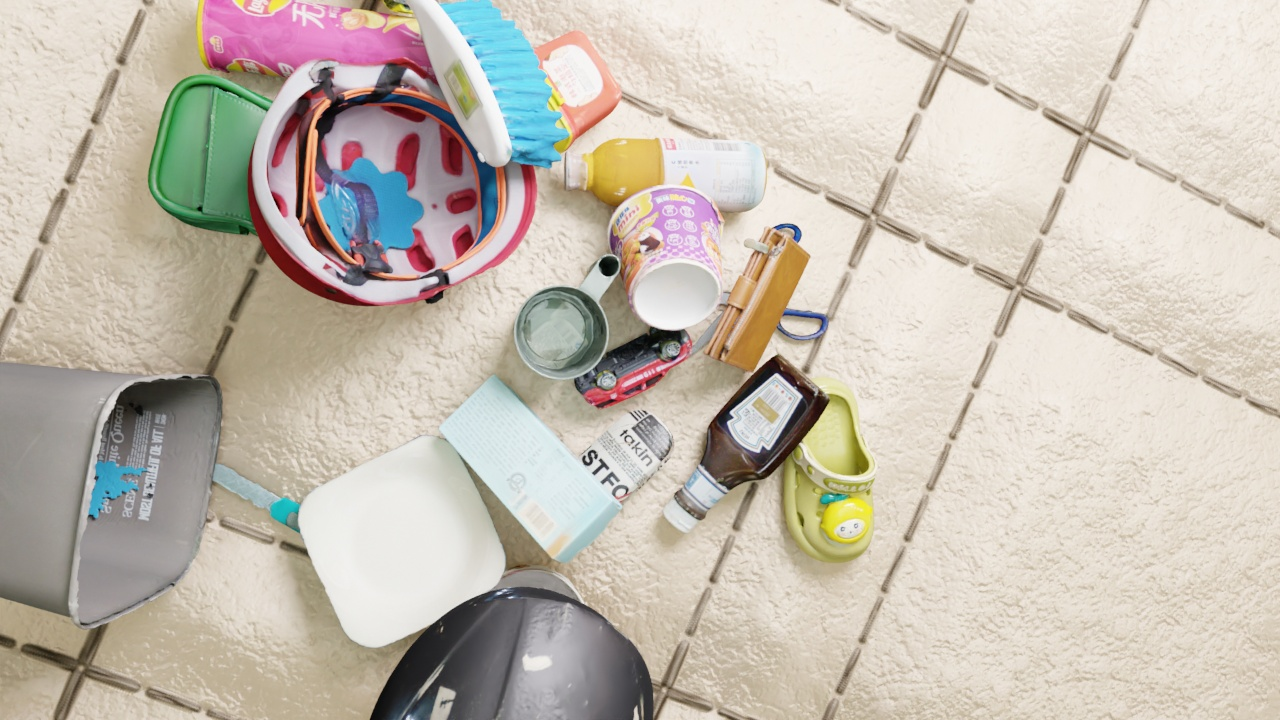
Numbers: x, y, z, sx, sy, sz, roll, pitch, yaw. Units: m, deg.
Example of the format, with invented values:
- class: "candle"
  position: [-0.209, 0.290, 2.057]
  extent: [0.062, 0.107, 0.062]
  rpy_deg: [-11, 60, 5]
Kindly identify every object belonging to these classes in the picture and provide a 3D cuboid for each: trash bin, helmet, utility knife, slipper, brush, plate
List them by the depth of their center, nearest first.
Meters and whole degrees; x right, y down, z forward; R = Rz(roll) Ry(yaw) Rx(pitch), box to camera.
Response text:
- class: "helmet"
  position: [-0.105, 0.317, 0.746]
  extent: [0.233, 0.231, 0.274]
  rpy_deg: [18, 53, -9]
- class: "trash bin"
  position: [-0.502, 0.092, 0.761]
  extent: [0.220, 0.198, 0.199]
  rpy_deg: [10, 91, 1]
- class: "brush"
  position: [-0.172, -0.299, 0.772]
  extent: [0.109, 0.061, 0.314]
  rpy_deg: [-24, 86, -42]
- class: "helmet"
  position: [-0.226, -0.143, 0.802]
  extent: [0.239, 0.144, 0.207]
  rpy_deg: [-7, 86, -38]
- class: "plate"
  position: [-0.222, 0.169, 0.862]
  extent: [0.164, 0.034, 0.163]
  rpy_deg: [-26, 79, -9]
- class: "utility knife"
  position: [-0.316, 0.158, 0.875]
  extent: [0.221, 0.013, 0.029]
  rpy_deg: [32, 89, -8]
- class: "slipper"
  position: [0.190, 0.112, 0.910]
  extent: [0.091, 0.081, 0.190]
  rpy_deg: [-7, 92, -5]

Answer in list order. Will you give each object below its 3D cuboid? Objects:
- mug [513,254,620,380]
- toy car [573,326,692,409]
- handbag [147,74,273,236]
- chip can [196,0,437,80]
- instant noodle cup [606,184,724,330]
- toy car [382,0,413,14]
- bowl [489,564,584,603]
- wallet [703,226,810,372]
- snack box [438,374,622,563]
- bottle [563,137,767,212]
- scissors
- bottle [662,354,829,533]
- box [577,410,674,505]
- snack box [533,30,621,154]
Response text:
- class: "mug"
  position: [-0.064, -0.043, 0.851]
  extent: [0.083, 0.103, 0.124]
  rpy_deg: [36, 87, -9]
- class: "toy car"
  position: [-0.005, 0.005, 0.889]
  extent: [0.120, 0.053, 0.045]
  rpy_deg: [-28, 121, 1]
- class: "handbag"
  position: [-0.368, -0.179, 0.822]
  extent: [0.120, 0.068, 0.131]
  rpy_deg: [16, 90, -17]
- class: "chip can"
  position: [-0.276, -0.282, 0.820]
  extent: [0.210, 0.071, 0.071]
  rpy_deg: [5, 93, -8]
- class: "instant noodle cup"
  position: [0.027, -0.089, 0.839]
  extent: [0.111, 0.099, 0.112]
  rpy_deg: [-3, 133, -3]
- class: "toy car"
  position: [-0.223, -0.342, 0.825]
  extent: [0.048, 0.032, 0.105]
  rpy_deg: [-22, 63, -34]
- class: "bowl"
  position: [-0.109, 0.248, 0.886]
  extent: [0.113, 0.062, 0.113]
  rpy_deg: [-1, 96, -9]
- class: "wallet"
  position: [0.111, -0.055, 0.861]
  extent: [0.035, 0.119, 0.131]
  rpy_deg: [29, 96, 29]
- class: "snack box"
  position: [-0.102, 0.099, 0.848]
  extent: [0.074, 0.051, 0.175]
  rpy_deg: [-44, 72, -4]
- class: "bottle"
  position: [0.022, -0.177, 0.871]
  extent: [0.189, 0.068, 0.068]
  rpy_deg: [0, 94, -8]
- class: "scissors"
  position: [0.114, -0.064, 0.921]
  extent: [0.162, 0.012, 0.176]
  rpy_deg: [29, 92, -8]
- class: "bottle"
  position: [0.097, 0.088, 0.901]
  extent: [0.195, 0.044, 0.080]
  rpy_deg: [-50, 57, 7]
- class: "box"
  position: [-0.036, 0.117, 0.901]
  extent: [0.163, 0.081, 0.075]
  rpy_deg: [-47, 69, -1]
- class: "snack box"
  position: [-0.070, -0.251, 0.849]
  extent: [0.080, 0.082, 0.091]
  rpy_deg: [-35, 97, -14]
